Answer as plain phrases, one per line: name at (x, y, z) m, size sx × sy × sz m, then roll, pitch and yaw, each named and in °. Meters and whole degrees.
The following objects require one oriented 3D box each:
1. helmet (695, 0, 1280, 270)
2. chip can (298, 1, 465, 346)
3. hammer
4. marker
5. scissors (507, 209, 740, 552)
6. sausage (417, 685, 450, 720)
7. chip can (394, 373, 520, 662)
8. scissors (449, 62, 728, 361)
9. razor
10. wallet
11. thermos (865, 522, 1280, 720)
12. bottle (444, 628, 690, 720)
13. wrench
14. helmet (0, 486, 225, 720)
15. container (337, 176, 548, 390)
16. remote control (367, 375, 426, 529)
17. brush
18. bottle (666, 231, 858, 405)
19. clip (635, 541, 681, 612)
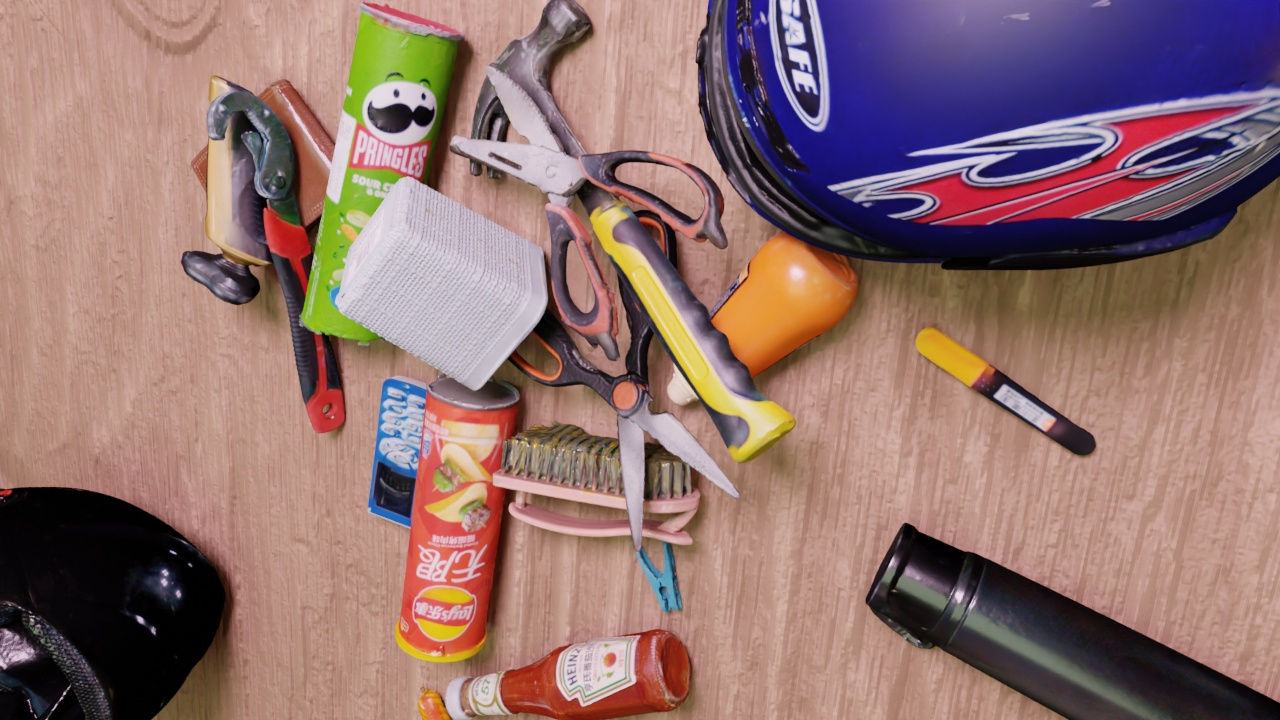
helmet at (0.156, -0.158, 0.426) m, size 0.316 × 0.239 × 0.247 m, roll -10°, pitch 97°, yaw 24°
chip can at (-0.190, -0.129, 0.662) m, size 0.072 × 0.072 × 0.236 m, roll 25°, pitch 111°, yaw 15°
hammer at (-0.012, -0.076, 0.583) m, size 0.126 × 0.031 × 0.323 m, roll -41°, pitch 70°, yaw 27°
marker at (0.223, 0.019, 0.563) m, size 0.124 × 0.015 × 0.018 m, roll 35°, pitch 114°, yaw 8°
scissors at (-0.016, 0.007, 0.616) m, size 0.229 × 0.021 × 0.221 m, roll 12°, pitch 89°, yaw 33°
sausage at (-0.156, 0.355, 0.790) m, size 0.021 × 0.021 × 0.165 m, roll -20°, pitch 95°, yaw 24°
chip can at (-0.140, 0.121, 0.701) m, size 0.073 × 0.073 × 0.217 m, roll 17°, pitch 108°, yaw 17°
scissors at (-0.039, -0.103, 0.571) m, size 0.189 × 0.015 × 0.226 m, roll -16°, pitch 83°, yaw 32°
razor at (-0.310, -0.127, 0.690) m, size 0.067 × 0.062 × 0.167 m, roll 2°, pitch 105°, yaw -13°
wallet at (-0.286, -0.144, 0.720) m, size 0.125 × 0.032 × 0.101 m, roll -30°, pitch 93°, yaw 25°
thermos at (0.261, 0.188, 0.567) m, size 0.242 × 0.068 × 0.090 m, roll 26°, pitch 143°, yaw 16°
bottle at (-0.062, 0.250, 0.707) m, size 0.206 × 0.059 × 0.060 m, roll -17°, pitch 96°, yaw 26°
wrench at (-0.268, -0.067, 0.703) m, size 0.016 × 0.056 × 0.274 m, roll 13°, pitch 122°, yaw 36°
helmet at (-0.511, 0.221, 0.789) m, size 0.275 × 0.229 × 0.234 m, roll 20°, pitch 116°, yaw 25°
container at (-0.135, -0.055, 0.621) m, size 0.111 × 0.089 × 0.090 m, roll 30°, pitch 117°, yaw -27°
remote control at (-0.188, 0.075, 0.735) m, size 0.049 × 0.024 × 0.125 m, roll 18°, pitch 107°, yaw 17°
brush at (-0.028, 0.091, 0.655) m, size 0.146 × 0.063 × 0.073 m, roll 8°, pitch 101°, yaw 18°
bottle at (0.069, -0.019, 0.593) m, size 0.067 × 0.066 × 0.150 m, roll 49°, pitch 122°, yaw 5°
clip at (0.017, 0.160, 0.679) m, size 0.038 × 0.013 × 0.055 m, roll -17°, pitch 96°, yaw 25°
